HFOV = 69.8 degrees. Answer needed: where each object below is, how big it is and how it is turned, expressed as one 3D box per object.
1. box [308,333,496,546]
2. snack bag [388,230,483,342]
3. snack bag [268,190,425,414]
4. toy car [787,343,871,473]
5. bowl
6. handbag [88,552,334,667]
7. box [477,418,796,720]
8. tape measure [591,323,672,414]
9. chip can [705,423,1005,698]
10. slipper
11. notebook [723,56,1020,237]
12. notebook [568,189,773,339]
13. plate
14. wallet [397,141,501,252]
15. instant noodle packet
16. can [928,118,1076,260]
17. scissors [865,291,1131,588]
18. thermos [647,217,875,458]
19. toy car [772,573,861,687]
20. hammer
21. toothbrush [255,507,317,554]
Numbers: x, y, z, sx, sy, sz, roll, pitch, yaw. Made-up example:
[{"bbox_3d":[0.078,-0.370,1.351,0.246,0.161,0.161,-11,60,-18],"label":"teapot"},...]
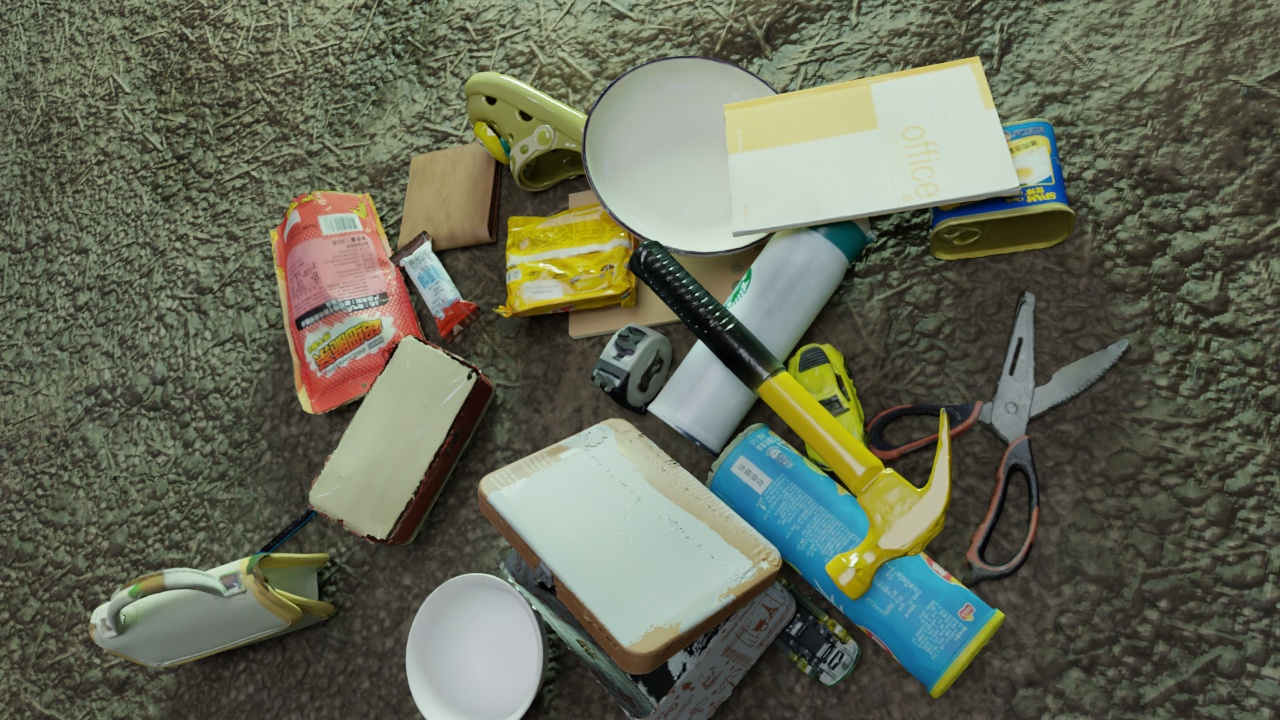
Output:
[{"bbox_3d":[-0.203,0.066,0.777,0.091,0.078,0.168,27,80,10],"label":"box"},{"bbox_3d":[-0.192,-0.071,0.859,0.048,0.026,0.104,-39,72,2],"label":"snack bag"},{"bbox_3d":[-0.284,-0.061,0.875,0.128,0.073,0.207,-22,69,-4],"label":"snack bag"},{"bbox_3d":[0.140,0.034,0.693,0.048,0.032,0.105,-23,56,21],"label":"toy car"},{"bbox_3d":[-0.111,0.224,0.700,0.118,0.064,0.118,-6,74,24],"label":"bowl"},{"bbox_3d":[-0.357,0.201,0.737,0.163,0.178,0.063,-19,70,10],"label":"handbag"},{"bbox_3d":[-0.008,0.135,0.624,0.150,0.166,0.182,-51,51,-2],"label":"box"},{"bbox_3d":[-0.004,0.004,0.745,0.033,0.065,0.066,25,82,27],"label":"tape measure"},{"bbox_3d":[0.143,0.134,0.642,0.210,0.071,0.071,40,87,28],"label":"chip can"},{"bbox_3d":[-0.094,-0.199,0.843,0.190,0.091,0.081,28,84,23],"label":"slipper"},{"bbox_3d":[0.169,-0.166,0.708,0.206,0.010,0.145,-7,56,11],"label":"notebook"},{"bbox_3d":[0.034,-0.102,0.804,0.208,0.008,0.147,-9,67,16],"label":"notebook"},{"bbox_3d":[0.046,-0.167,0.773,0.192,0.039,0.192,2,69,-5],"label":"plate"},{"bbox_3d":[-0.185,-0.159,0.899,0.101,0.020,0.115,-6,66,18],"label":"wallet"},{"bbox_3d":[-0.063,-0.087,0.802,0.128,0.044,0.110,-7,62,13],"label":"instant noodle packet"},{"bbox_3d":[0.271,-0.131,0.703,0.102,0.057,0.083,-6,66,17],"label":"can"},{"bbox_3d":[0.256,0.054,0.661,0.225,0.015,0.188,-23,64,11],"label":"scissors"},{"bbox_3d":[0.095,-0.035,0.716,0.073,0.073,0.224,35,88,27],"label":"thermos"},{"bbox_3d":[0.114,0.190,0.649,0.091,0.036,0.043,37,88,35],"label":"toy car"},{"bbox_3d":[0.093,0.015,0.644,0.129,0.033,0.300,-44,63,1],"label":"hammer"},{"bbox_3d":[-0.306,0.143,0.832,0.189,0.014,0.016,-39,62,4],"label":"toothbrush"}]
